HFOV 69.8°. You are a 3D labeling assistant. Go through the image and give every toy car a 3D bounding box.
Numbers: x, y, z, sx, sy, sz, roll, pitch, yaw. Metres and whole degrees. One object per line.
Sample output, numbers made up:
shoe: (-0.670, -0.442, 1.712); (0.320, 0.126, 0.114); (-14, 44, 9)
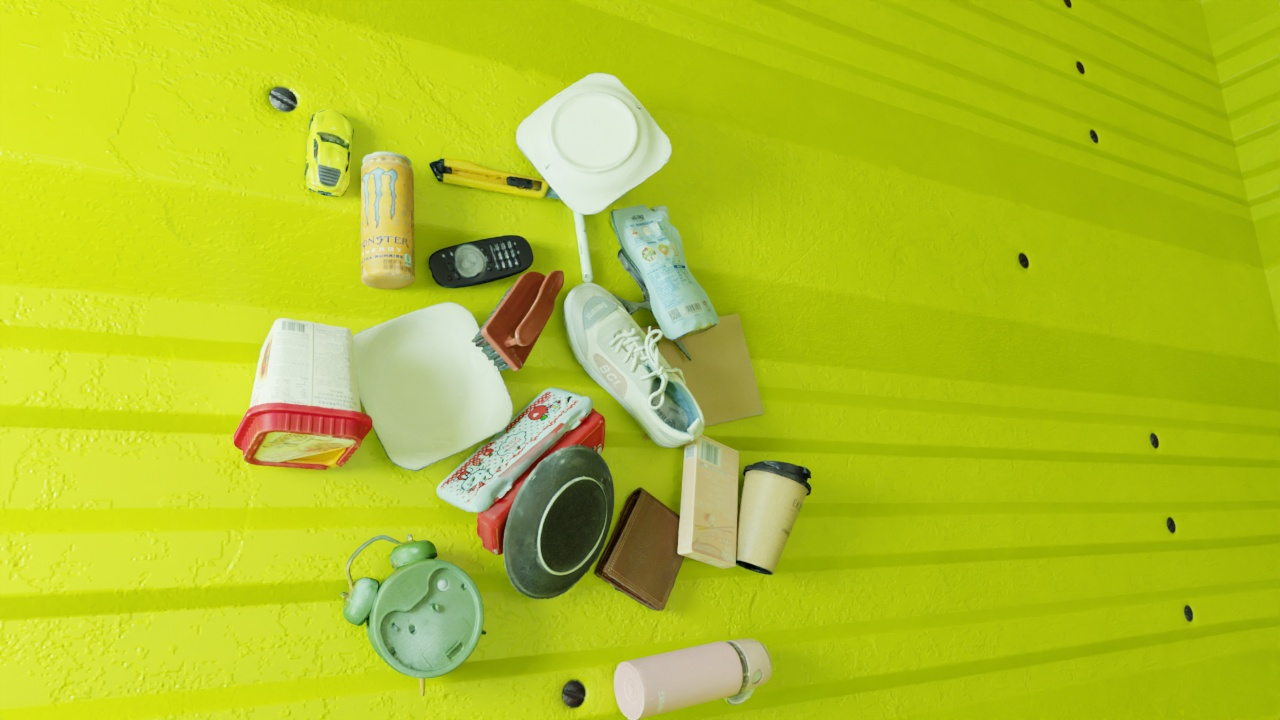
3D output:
toy car: (-0.346, -0.234, 1.023); (0.048, 0.032, 0.105); (9, 70, -31)

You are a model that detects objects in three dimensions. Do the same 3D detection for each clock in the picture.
clock: (-0.235, 0.251, 0.942); (0.115, 0.056, 0.161); (-41, 100, -35)

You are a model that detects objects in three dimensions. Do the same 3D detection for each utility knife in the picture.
utility knife: (-0.152, -0.223, 1.145); (0.223, 0.015, 0.033); (5, 77, -26)

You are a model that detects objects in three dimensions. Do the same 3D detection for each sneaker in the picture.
sneaker: (-0.007, 0.007, 1.128); (0.089, 0.091, 0.242); (-40, 98, -21)

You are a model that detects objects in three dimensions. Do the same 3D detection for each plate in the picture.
plate: (-0.081, 0.184, 1.029); (0.179, 0.024, 0.179); (-18, 113, -48)
plate: (-0.235, 0.028, 1.018); (0.163, 0.034, 0.163); (-24, 91, -36)
plate: (-0.059, -0.281, 1.159); (0.163, 0.034, 0.164); (-38, 81, -11)

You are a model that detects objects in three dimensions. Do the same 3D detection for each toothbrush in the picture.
toothbrush: (-0.082, -0.191, 1.193); (0.020, 0.029, 0.189); (21, 59, -73)

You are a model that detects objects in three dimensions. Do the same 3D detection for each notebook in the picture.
notebook: (0.072, 0.019, 1.239); (0.207, 0.008, 0.147); (-10, 83, -35)

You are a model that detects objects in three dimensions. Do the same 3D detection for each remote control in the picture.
remote control: (-0.191, -0.117, 1.096); (0.136, 0.024, 0.053); (-18, 88, -34)

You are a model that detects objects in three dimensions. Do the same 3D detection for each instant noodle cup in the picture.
instant noodle cup: (-0.334, 0.033, 0.912); (0.116, 0.117, 0.124); (9, 60, -31)

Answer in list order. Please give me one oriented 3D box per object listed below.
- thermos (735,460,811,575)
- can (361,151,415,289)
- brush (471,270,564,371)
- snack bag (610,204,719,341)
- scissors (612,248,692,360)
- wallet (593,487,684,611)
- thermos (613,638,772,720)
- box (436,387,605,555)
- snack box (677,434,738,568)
thermos: (0.166, 0.203, 1.203); (0.093, 0.093, 0.143); (28, 70, -24)
can: (-0.282, -0.155, 1.025); (0.058, 0.058, 0.146); (4, 74, -32)
brush: (-0.133, -0.055, 1.069); (0.063, 0.069, 0.145); (51, 37, -23)
snack bag: (0.033, -0.122, 1.220); (0.110, 0.039, 0.191); (-22, 84, -36)
scissors: (0.013, -0.072, 1.217); (0.159, 0.014, 0.181); (-23, 85, -37)
wallet: (0.009, 0.232, 1.125); (0.101, 0.032, 0.124); (38, 59, -22)
thermos: (0.066, 0.386, 1.101); (0.198, 0.067, 0.087); (1, 107, -35)
box: (-0.135, 0.113, 1.049); (0.101, 0.096, 0.200); (30, 52, 22)
snack box: (0.089, 0.179, 1.175); (0.084, 0.026, 0.157); (27, 57, -37)
